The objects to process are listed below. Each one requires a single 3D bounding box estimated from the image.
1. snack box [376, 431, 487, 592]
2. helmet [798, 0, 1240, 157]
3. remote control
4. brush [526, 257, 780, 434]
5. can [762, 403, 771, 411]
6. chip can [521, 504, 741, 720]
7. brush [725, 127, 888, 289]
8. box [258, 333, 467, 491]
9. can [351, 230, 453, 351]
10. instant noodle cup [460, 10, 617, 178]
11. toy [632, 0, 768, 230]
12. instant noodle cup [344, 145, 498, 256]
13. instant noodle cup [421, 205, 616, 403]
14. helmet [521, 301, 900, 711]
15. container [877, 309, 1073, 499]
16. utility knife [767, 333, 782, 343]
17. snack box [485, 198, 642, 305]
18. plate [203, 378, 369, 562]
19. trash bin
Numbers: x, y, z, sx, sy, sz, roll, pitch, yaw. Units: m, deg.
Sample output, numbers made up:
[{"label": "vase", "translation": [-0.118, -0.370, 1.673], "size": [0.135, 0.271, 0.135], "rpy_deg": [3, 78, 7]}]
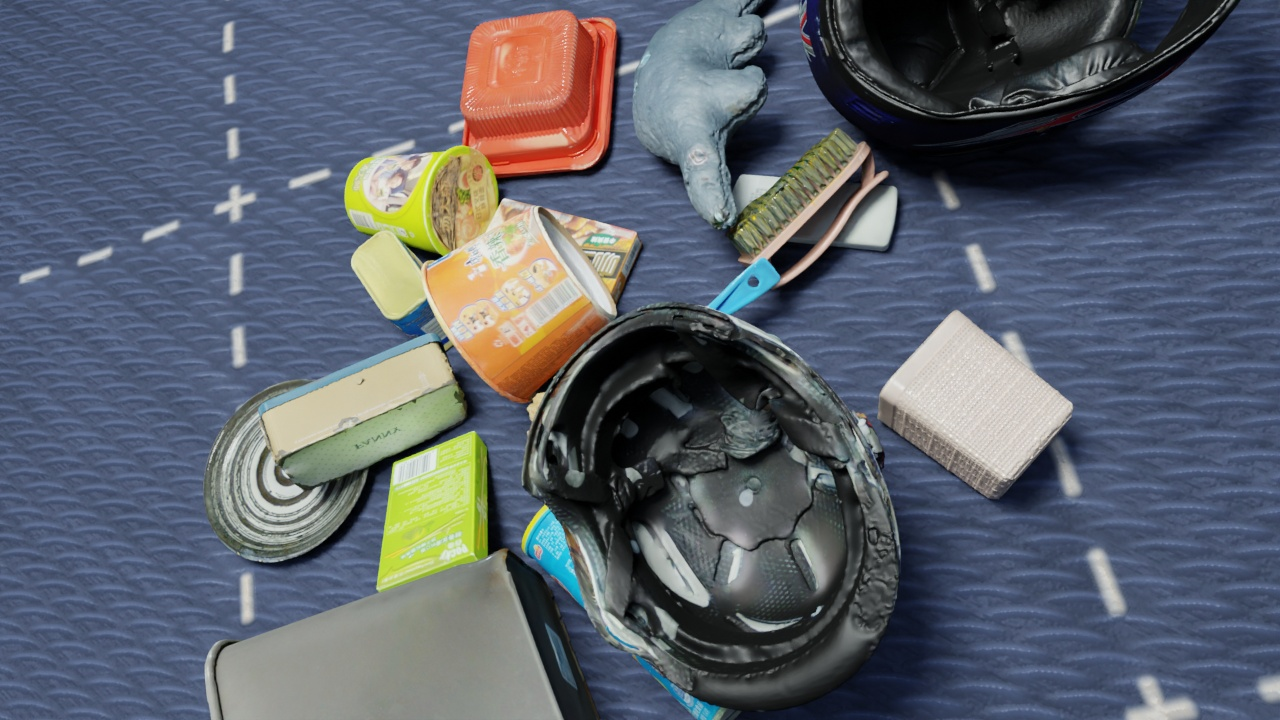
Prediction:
[{"label": "snack box", "translation": [-0.173, 0.130, 0.778], "size": [0.086, 0.026, 0.156], "rpy_deg": [-22, 34, 5]}, {"label": "helmet", "translation": [0.290, -0.298, 0.737], "size": [0.316, 0.239, 0.247], "rpy_deg": [-5, 105, 21]}, {"label": "remote control", "translation": [0.155, -0.134, 0.833], "size": [0.150, 0.021, 0.058], "rpy_deg": [9, 80, 20]}, {"label": "brush", "translation": [0.011, 0.000, 0.781], "size": [0.255, 0.046, 0.083], "rpy_deg": [-38, 93, 8]}, {"label": "can", "translation": [0.094, 0.054, 0.754], "size": [0.116, 0.058, 0.058], "rpy_deg": [-5, 67, 14]}, {"label": "chip can", "translation": [0.002, 0.191, 0.719], "size": [0.210, 0.071, 0.071], "rpy_deg": [38, 82, 25]}, {"label": "brush", "translation": [0.145, -0.132, 0.794], "size": [0.145, 0.063, 0.073], "rpy_deg": [-44, 99, 3]}, {"label": "box", "translation": [-0.237, 0.044, 0.820], "size": [0.184, 0.090, 0.061], "rpy_deg": [-25, 64, -15]}, {"label": "can", "translation": [-0.221, -0.065, 0.879], "size": [0.057, 0.083, 0.102], "rpy_deg": [-39, 64, -2]}, {"label": "instant noodle cup", "translation": [-0.113, -0.282, 0.940], "size": [0.165, 0.079, 0.188], "rpy_deg": [-3, 70, 16]}, {"label": "toy", "translation": [0.058, -0.258, 0.866], "size": [0.138, 0.091, 0.355], "rpy_deg": [-4, 55, 21]}, {"label": "instant noodle cup", "translation": [-0.222, -0.159, 0.912], "size": [0.124, 0.111, 0.111], "rpy_deg": [10, 71, 28]}, {"label": "instant noodle cup", "translation": [-0.098, -0.054, 0.794], "size": [0.111, 0.151, 0.151], "rpy_deg": [-34, 63, 10]}, {"label": "helmet", "translation": [0.060, 0.091, 0.651], "size": [0.230, 0.156, 0.274], "rpy_deg": [-43, 79, 17]}, {"label": "container", "translation": [0.254, 0.038, 0.701], "size": [0.090, 0.090, 0.111], "rpy_deg": [-46, 68, -6]}, {"label": "utility knife", "translation": [0.039, -0.016, 0.817], "size": [0.182, 0.013, 0.029], "rpy_deg": [0, 46, 13]}, {"label": "snack box", "translation": [-0.081, -0.104, 0.887], "size": [0.154, 0.026, 0.075], "rpy_deg": [18, 75, 21]}, {"label": "plate", "translation": [-0.334, 0.104, 0.877], "size": [0.179, 0.024, 0.179], "rpy_deg": [-6, 65, 13]}, {"label": "trash bin", "translation": [-0.158, 0.262, 0.678], "size": [0.219, 0.199, 0.199], "rpy_deg": [-24, 65, -3]}]
